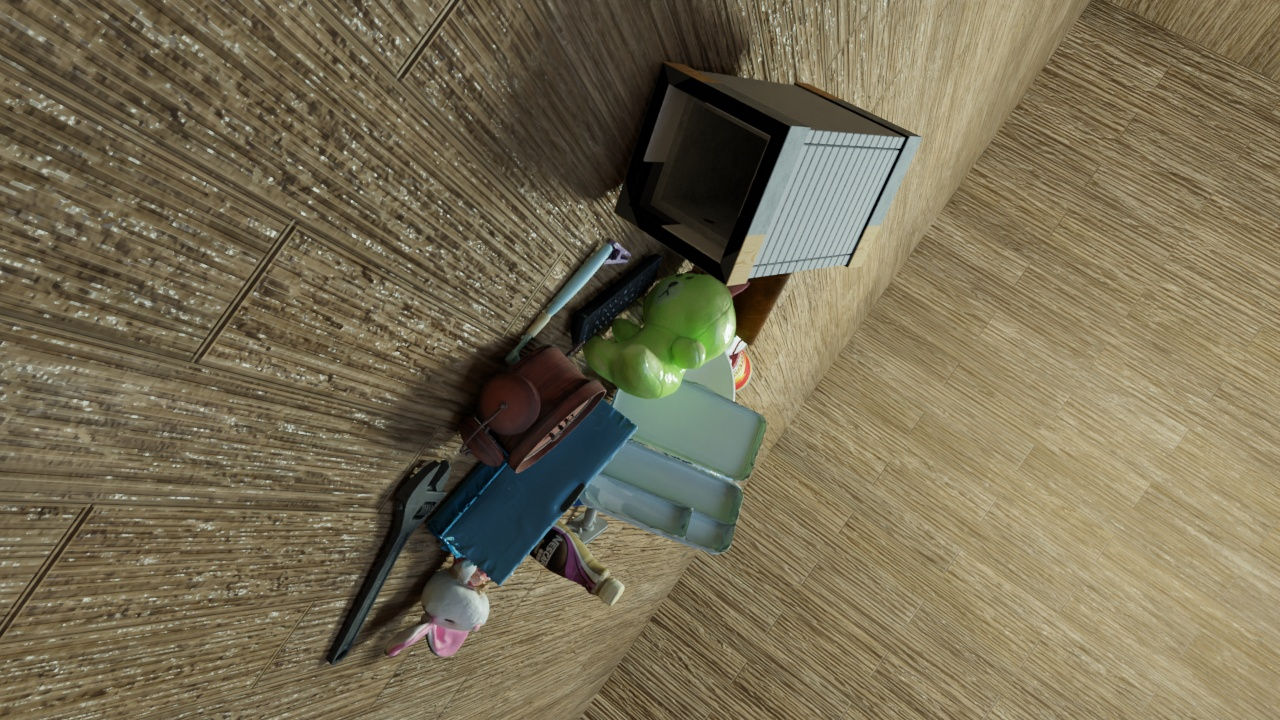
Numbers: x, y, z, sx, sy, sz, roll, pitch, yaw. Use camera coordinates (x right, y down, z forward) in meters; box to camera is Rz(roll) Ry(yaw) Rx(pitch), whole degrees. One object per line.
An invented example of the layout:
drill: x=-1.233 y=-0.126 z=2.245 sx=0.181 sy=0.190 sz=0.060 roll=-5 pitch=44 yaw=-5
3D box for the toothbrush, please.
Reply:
toothbrush: x=-0.078 y=-0.055 z=0.889 sx=0.154 sy=0.016 sz=0.022 roll=-51 pitch=164 yaw=-12

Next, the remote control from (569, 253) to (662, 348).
remote control: x=-0.028 y=-0.069 z=0.998 sx=0.149 sy=0.022 sz=0.047 roll=-42 pitch=159 yaw=-41

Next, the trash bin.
trash bin: x=0.126 y=-0.178 z=0.875 sx=0.246 sy=0.142 sz=0.143 roll=-13 pitch=131 yaw=-48

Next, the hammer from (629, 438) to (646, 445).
hammer: x=-0.049 y=0.092 z=1.232 sx=0.321 sy=0.043 sz=0.156 roll=-25 pitch=146 yaw=-56

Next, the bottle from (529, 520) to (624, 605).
bottle: x=-0.094 y=0.257 z=1.199 sx=0.059 sy=0.166 sz=0.060 roll=-48 pitch=163 yaw=-21

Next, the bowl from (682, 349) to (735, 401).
bowl: x=0.048 y=0.033 z=1.235 sx=0.066 sy=0.176 sz=0.176 roll=-10 pitch=-158 yaw=45

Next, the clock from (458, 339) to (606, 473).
clock: x=-0.108 y=0.049 z=0.875 sx=0.157 sy=0.072 sz=0.121 roll=-36 pitch=170 yaw=-46

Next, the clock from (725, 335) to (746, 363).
clock: x=0.104 y=-0.035 z=1.313 sx=0.051 sy=0.089 sz=0.126 roll=-19 pitch=140 yaw=-55

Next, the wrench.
wrench: x=-0.255 y=0.205 z=0.913 sx=0.274 sy=0.018 sz=0.073 roll=-59 pitch=163 yaw=20

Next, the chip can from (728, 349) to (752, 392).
chip can: x=0.125 y=0.000 z=1.449 sx=0.087 sy=0.087 sz=0.213 roll=-55 pitch=165 yaw=0

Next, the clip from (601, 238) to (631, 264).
clip: x=-0.023 y=-0.113 z=0.935 sx=0.051 sy=0.014 sz=0.043 roll=-32 pitch=150 yaw=-46

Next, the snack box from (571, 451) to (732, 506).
snack box: x=0.009 y=0.157 z=1.263 sx=0.238 sy=0.196 sz=0.056 roll=6 pitch=76 yaw=-72

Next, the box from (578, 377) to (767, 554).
box: x=0.042 y=0.117 z=1.096 sx=0.045 sy=0.209 sz=0.191 roll=-9 pitch=-119 yaw=66

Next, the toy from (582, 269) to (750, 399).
toy: x=0.037 y=-0.029 z=1.040 sx=0.196 sy=0.150 sz=0.107 roll=-31 pitch=114 yaw=-30

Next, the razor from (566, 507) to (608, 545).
razor: x=-0.073 y=0.225 z=1.429 sx=0.088 sy=0.047 sz=0.116 roll=-25 pitch=139 yaw=-59

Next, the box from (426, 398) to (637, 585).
box: x=-0.111 y=0.136 z=1.008 sx=0.231 sy=0.111 sz=0.094 roll=-48 pitch=162 yaw=-21

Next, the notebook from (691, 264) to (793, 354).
notebook: x=0.136 y=-0.151 z=1.082 sx=0.014 sy=0.178 sz=0.250 roll=15 pitch=111 yaw=-33

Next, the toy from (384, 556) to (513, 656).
toy: x=-0.202 y=0.263 z=1.059 sx=0.194 sy=0.084 sz=0.159 roll=-51 pitch=158 yaw=-7
